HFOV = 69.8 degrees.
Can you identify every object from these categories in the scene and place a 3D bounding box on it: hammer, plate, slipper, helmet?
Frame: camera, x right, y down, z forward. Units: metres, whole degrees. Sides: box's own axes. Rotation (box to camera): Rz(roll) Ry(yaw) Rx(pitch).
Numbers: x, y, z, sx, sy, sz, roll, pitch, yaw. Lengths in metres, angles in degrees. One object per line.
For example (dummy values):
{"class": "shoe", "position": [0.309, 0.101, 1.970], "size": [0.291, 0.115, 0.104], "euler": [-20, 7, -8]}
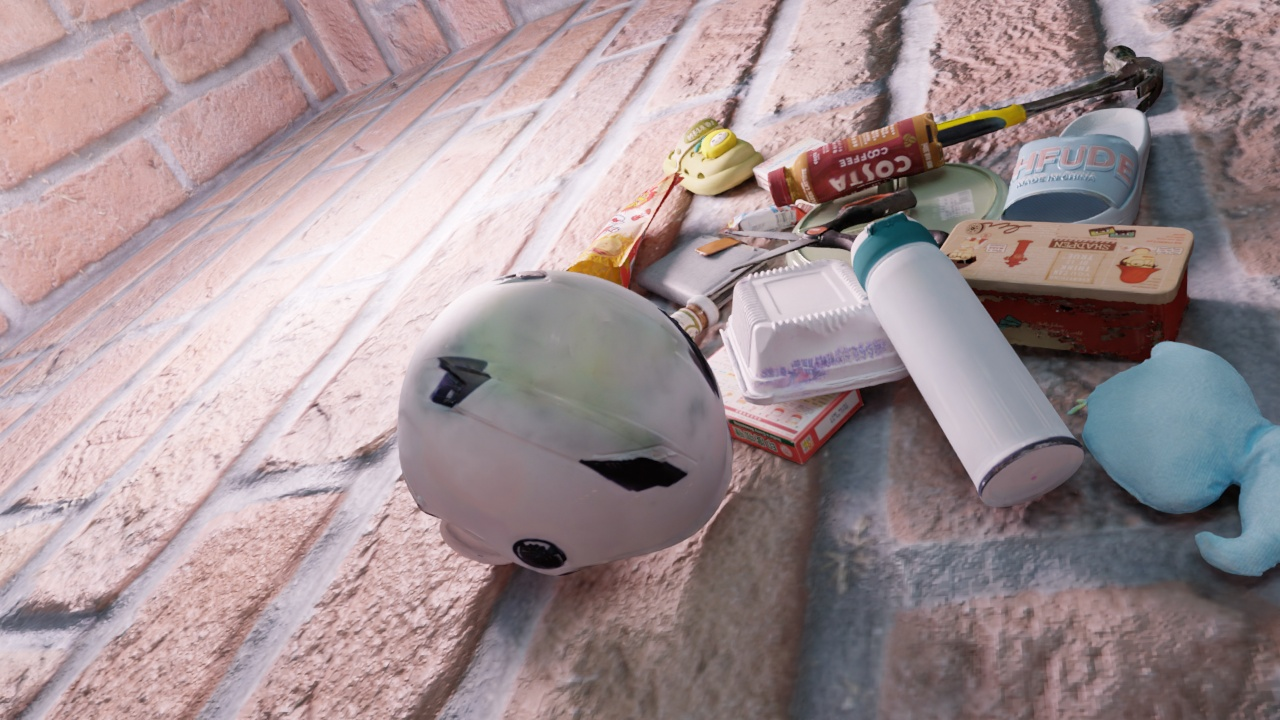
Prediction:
{"class": "hammer", "position": [0.381, -0.257, 0.969], "size": [0.323, 0.032, 0.126], "euler": [-16, 31, 8]}
{"class": "plate", "position": [0.251, -0.135, 0.907], "size": [0.230, 0.027, 0.229], "euler": [-20, 31, 12]}
{"class": "slipper", "position": [0.387, -0.170, 0.809], "size": [0.104, 0.074, 0.244], "euler": [5, 40, 41]}
{"class": "slipper", "position": [0.082, -0.273, 1.207], "size": [0.091, 0.081, 0.190], "euler": [-36, 28, -12]}
{"class": "helmet", "position": [-0.054, 0.023, 0.673], "size": [0.259, 0.146, 0.228], "euler": [17, 55, 12]}

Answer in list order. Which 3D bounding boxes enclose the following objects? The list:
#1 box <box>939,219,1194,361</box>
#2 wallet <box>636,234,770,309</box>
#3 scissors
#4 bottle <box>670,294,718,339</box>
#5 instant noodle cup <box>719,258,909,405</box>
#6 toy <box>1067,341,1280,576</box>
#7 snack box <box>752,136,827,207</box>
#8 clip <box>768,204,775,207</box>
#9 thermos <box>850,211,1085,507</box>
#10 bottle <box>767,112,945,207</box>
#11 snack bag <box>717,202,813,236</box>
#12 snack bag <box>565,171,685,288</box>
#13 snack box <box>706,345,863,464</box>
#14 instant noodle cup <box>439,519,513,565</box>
{"class": "box", "position": [0.310, -0.048, 0.687], "size": [0.169, 0.078, 0.091], "euler": [9, 44, 37]}
{"class": "wallet", "position": [0.068, -0.100, 0.985], "size": [0.106, 0.037, 0.130], "euler": [-36, 31, -16]}
{"class": "scissors", "position": [0.180, -0.120, 0.835], "size": [0.231, 0.022, 0.220], "euler": [11, 31, 40]}
{"class": "bottle", "position": [-0.005, 0.005, 0.857], "size": [0.205, 0.060, 0.060], "euler": [-38, 31, -27]}
{"class": "instant noodle cup", "position": [0.138, -0.033, 0.761], "size": [0.138, 0.060, 0.173], "euler": [-12, 24, 3]}
{"class": "toy", "position": [0.327, 0.051, 0.531], "size": [0.156, 0.050, 0.161], "euler": [8, 51, 35]}
{"class": "snack box", "position": [0.204, -0.219, 1.077], "size": [0.084, 0.027, 0.157], "euler": [-30, 30, -6]}
{"class": "clip", "position": [0.142, -0.163, 1.051], "size": [0.057, 0.014, 0.046], "euler": [-32, 28, -8]}
{"class": "thermos", "position": [0.211, -0.010, 0.627], "size": [0.073, 0.073, 0.224], "euler": [-23, 51, 6]}
{"class": "bottle", "position": [0.220, -0.202, 0.950], "size": [0.175, 0.057, 0.057], "euler": [-15, 31, 18]}
{"class": "snack bag", "position": [0.138, -0.155, 1.014], "size": [0.104, 0.026, 0.048], "euler": [-15, 16, -13]}
{"class": "snack bag", "position": [-0.021, -0.140, 1.081], "size": [0.129, 0.073, 0.207], "euler": [-38, 18, 41]}
{"class": "snack box", "position": [0.099, 0.032, 0.761], "size": [0.076, 0.027, 0.156], "euler": [-39, 32, -23]}
{"class": "instant noodle cup", "position": [-0.115, 0.104, 0.756], "size": [0.099, 0.099, 0.109], "euler": [-11, 40, 25]}
